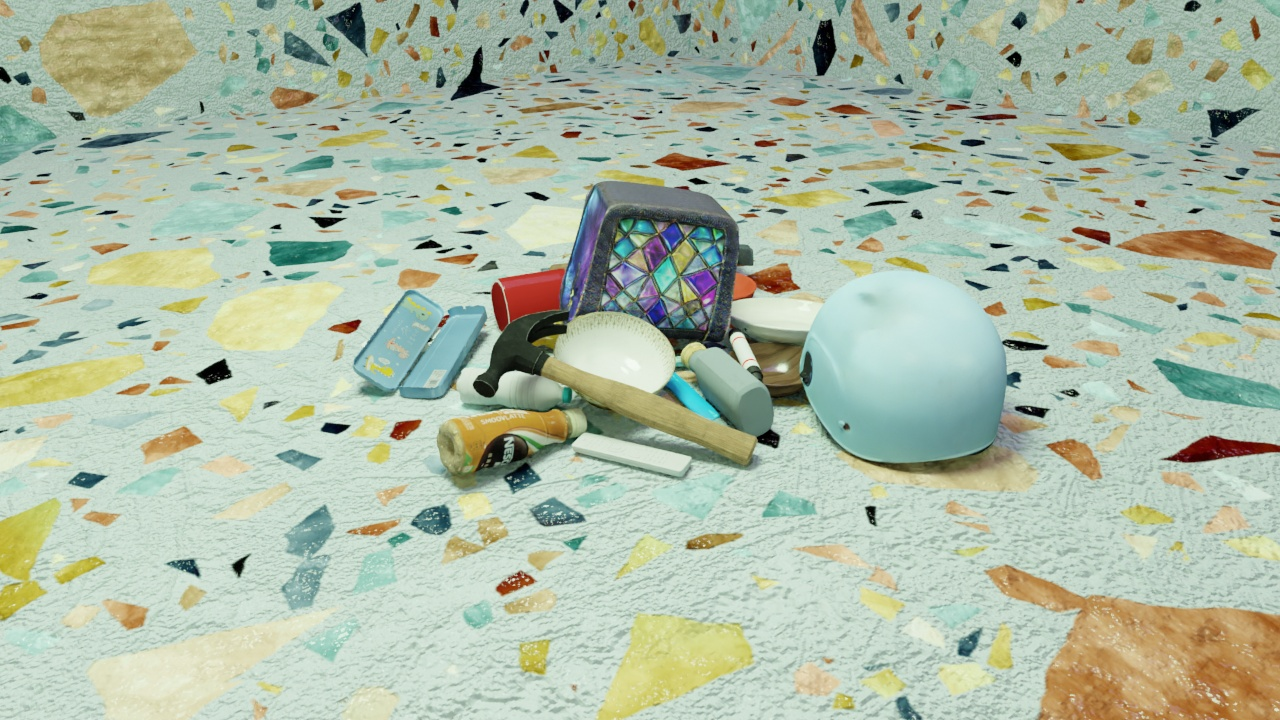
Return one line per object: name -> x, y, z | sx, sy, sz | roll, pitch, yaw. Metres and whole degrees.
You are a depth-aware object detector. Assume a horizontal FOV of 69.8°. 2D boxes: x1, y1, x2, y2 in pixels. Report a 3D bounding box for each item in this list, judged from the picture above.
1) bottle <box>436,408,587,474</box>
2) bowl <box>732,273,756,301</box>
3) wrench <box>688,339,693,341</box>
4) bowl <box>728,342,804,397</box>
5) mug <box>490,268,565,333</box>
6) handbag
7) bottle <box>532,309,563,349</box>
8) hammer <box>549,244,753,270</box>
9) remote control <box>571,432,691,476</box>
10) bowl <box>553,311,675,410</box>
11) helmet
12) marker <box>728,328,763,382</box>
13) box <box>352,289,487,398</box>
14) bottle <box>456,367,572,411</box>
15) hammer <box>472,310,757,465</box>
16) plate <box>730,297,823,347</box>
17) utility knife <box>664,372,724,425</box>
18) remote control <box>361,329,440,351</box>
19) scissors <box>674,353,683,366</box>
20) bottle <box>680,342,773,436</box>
bottle -> -0.134, 0.080, 0.995 | 0.166, 0.059, 0.059 | -9, 27, -37
bowl -> 0.112, -0.098, 1.374 | 0.122, 0.035, 0.121 | 0, 26, 0
wrench -> 0.028, -0.089, 1.376 | 0.083, 0.018, 0.273 | -4, 27, -8
bowl -> 0.166, 0.017, 1.144 | 0.119, 0.032, 0.119 | 0, 26, 0
mug -> -0.158, -0.081, 1.304 | 0.096, 0.080, 0.116 | -12, 0, -22
handbag -> 0.010, -0.106, 1.182 | 0.204, 0.222, 0.125 | 5, 25, -15
bottle -> -0.087, -0.046, 1.252 | 0.186, 0.053, 0.053 | -10, 28, -18
hammer -> 0.018, -0.150, 1.415 | 0.321, 0.040, 0.129 | -7, 12, -14
remote control -> -0.010, 0.102, 0.996 | 0.131, 0.012, 0.033 | 11, 26, 22
bowl -> -0.034, 0.013, 1.096 | 0.145, 0.063, 0.145 | 6, 46, -7
helmet -> 0.301, -0.013, 1.043 | 0.225, 0.167, 0.265 | -6, 33, -11
marker -> 0.130, -0.002, 1.121 | 0.019, 0.019, 0.145 | -3, 27, -5
box -> -0.286, -0.022, 1.206 | 0.126, 0.039, 0.208 | 14, 34, 1
bottle -> -0.149, 0.035, 1.098 | 0.136, 0.044, 0.044 | 5, 27, 11
hammer -> -0.017, 0.038, 1.010 | 0.305, 0.040, 0.132 | 22, 50, 7
plate -> 0.204, -0.050, 1.255 | 0.182, 0.034, 0.182 | 3, 17, -1
utility knife -> 0.062, 0.051, 1.096 | 0.031, 0.015, 0.198 | -14, 26, -17
remote control -> -0.311, -0.024, 1.256 | 0.136, 0.013, 0.043 | -8, 27, -15
scissors -> -0.007, 0.010, 1.179 | 0.174, 0.033, 0.065 | -5, 10, -9
bottle -> 0.097, 0.025, 1.084 | 0.046, 0.072, 0.161 | -26, 33, -12
